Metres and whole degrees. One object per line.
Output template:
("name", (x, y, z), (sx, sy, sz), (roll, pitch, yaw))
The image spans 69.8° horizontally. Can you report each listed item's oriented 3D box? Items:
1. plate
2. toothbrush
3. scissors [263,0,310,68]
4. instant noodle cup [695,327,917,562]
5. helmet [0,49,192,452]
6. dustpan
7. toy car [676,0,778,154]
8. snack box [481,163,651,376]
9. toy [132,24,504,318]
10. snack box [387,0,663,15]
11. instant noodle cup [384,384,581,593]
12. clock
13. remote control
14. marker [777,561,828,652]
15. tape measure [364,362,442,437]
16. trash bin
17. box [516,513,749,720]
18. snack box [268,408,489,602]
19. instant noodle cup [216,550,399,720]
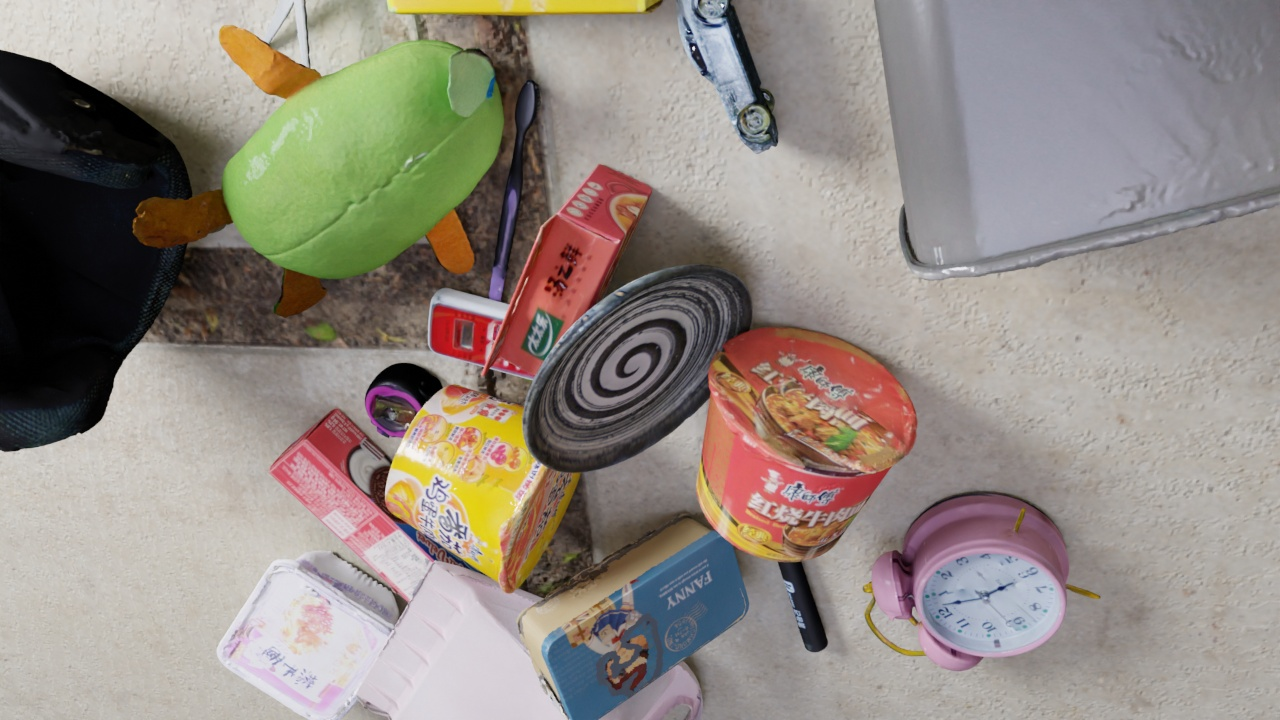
("plate", (-0.004, 0.004, 0.604), (0.024, 0.179, 0.180), (50, 126, 31))
("toothbrush", (-0.091, -0.105, 0.642), (0.014, 0.016, 0.189), (20, 124, 6))
("scissors", (-0.209, -0.249, 0.563), (0.176, 0.012, 0.162), (-9, 97, 48))
("instant noodle cup", (0.102, 0.060, 0.621), (0.138, 0.137, 0.109), (17, 129, 4))
("helmet", (-0.438, -0.088, 0.592), (0.230, 0.274, 0.234), (35, 113, 25))
("dustpan", (-0.090, 0.289, 0.821), (0.273, 0.138, 0.223), (41, 124, 7))
("toy car", (0.050, -0.179, 0.541), (0.037, 0.054, 0.121), (-20, 113, 19))
("snack box", (-0.044, -0.052, 0.591), (0.044, 0.126, 0.113), (27, 121, -1))
("toy", (-0.188, -0.121, 0.599), (0.247, 0.090, 0.227), (-31, 139, 12))
("snack box", (-0.068, -0.299, 0.495), (0.158, 0.069, 0.210), (5, 119, 12))
("instant noodle cup", (-0.115, 0.087, 0.687), (0.110, 0.137, 0.138), (24, 121, 9))
("clock", (0.240, 0.171, 0.682), (0.117, 0.059, 0.159), (46, 120, -12))
("remote control", (-0.092, -0.013, 0.682), (0.136, 0.020, 0.056), (16, 124, 3))
("marker", (0.127, 0.179, 0.739), (0.022, 0.020, 0.132), (-23, 112, -8))
("tape measure", (-0.187, 0.033, 0.723), (0.058, 0.039, 0.057), (20, 121, 3))
("trash bin", (0.200, -0.180, 0.433), (0.199, 0.198, 0.220), (-13, 107, 18))
("box", (0.002, 0.192, 0.705), (0.184, 0.059, 0.090), (-29, 116, -20))
("snack box", (-0.212, 0.138, 0.777), (0.058, 0.057, 0.207), (-35, 105, 25))
("instant noodle cup", (-0.300, 0.252, 0.859), (0.138, 0.060, 0.174), (36, 121, -7))
